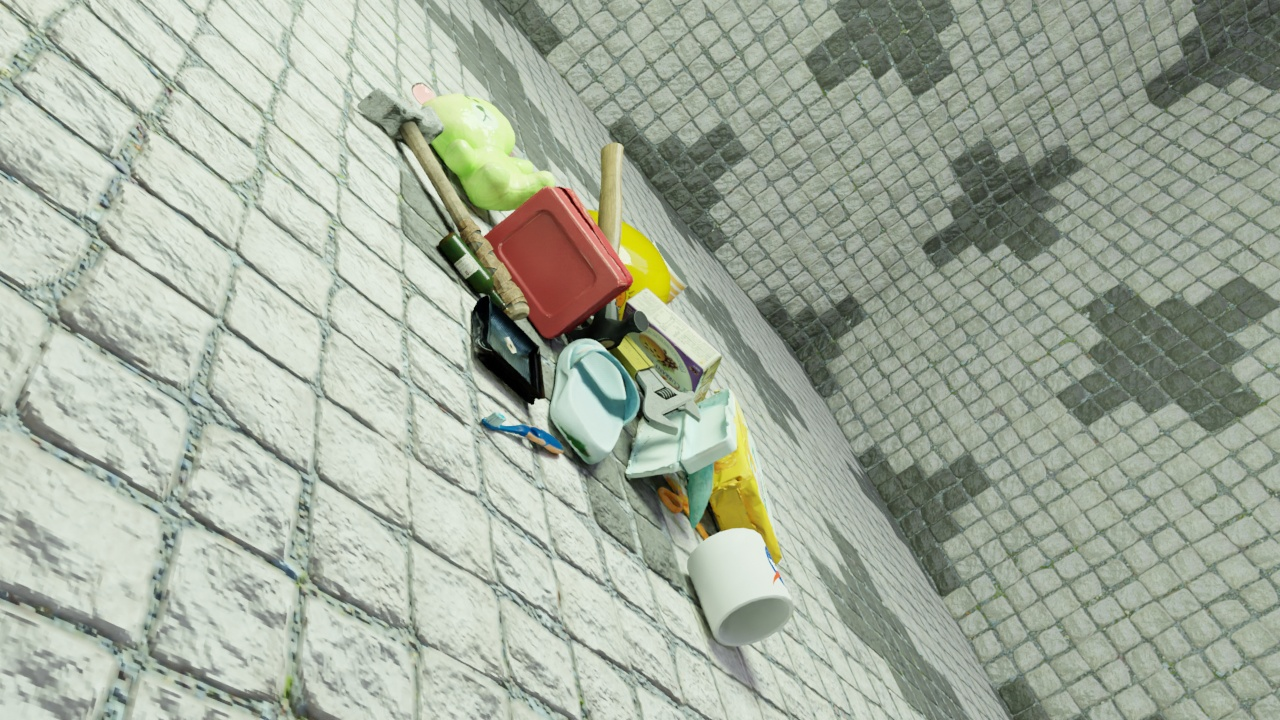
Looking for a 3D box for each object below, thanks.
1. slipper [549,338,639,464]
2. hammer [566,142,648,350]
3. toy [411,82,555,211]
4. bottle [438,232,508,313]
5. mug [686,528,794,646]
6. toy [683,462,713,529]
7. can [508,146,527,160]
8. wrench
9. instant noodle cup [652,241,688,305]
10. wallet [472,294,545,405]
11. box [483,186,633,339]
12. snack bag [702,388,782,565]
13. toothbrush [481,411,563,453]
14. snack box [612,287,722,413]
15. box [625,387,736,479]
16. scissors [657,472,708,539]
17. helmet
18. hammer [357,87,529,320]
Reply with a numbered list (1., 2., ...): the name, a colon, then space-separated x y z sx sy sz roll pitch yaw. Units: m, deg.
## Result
1. slipper: -0.045 0.038 1.045 0.104 0.074 0.245 51 14 -14
2. hammer: -0.046 -0.158 1.235 0.040 0.133 0.304 25 57 -42
3. toy: -0.216 -0.278 1.230 0.149 0.107 0.197 -4 45 -48
4. bottle: -0.181 -0.094 1.013 0.106 0.025 0.025 51 13 -10
5. mug: 0.107 0.257 1.007 0.090 0.091 0.121 -113 -163 -44
6. toy: 0.069 0.147 1.129 0.033 0.085 0.105 10 31 -6
7. can: -0.229 -0.325 1.384 0.135 0.054 0.054 41 18 -45
8. wrench: -0.007 0.007 1.179 0.083 0.018 0.273 -11 38 -28
9. instant noodle cup: 0.005 -0.127 1.547 0.123 0.121 0.123 50 13 -17
10. wallet: -0.136 -0.010 0.948 0.089 0.026 0.114 47 14 -29
11. box: -0.104 -0.122 1.136 0.157 0.129 0.092 54 14 6
12. snack bag: 0.130 0.163 1.259 0.246 0.068 0.160 -92 163 -60
13. toothbrush: -0.106 0.069 0.870 0.135 0.017 0.021 32 27 -58
14. snack box: 0.033 -0.004 1.254 0.143 0.040 0.148 42 -30 17
15. box: 0.055 0.092 1.133 0.041 0.135 0.196 64 11 -11
16. scissors: 0.050 0.172 1.170 0.125 0.011 0.128 37 23 -51
17. helmet: -0.047 -0.143 1.363 0.240 0.140 0.208 50 13 -13
18. hammer: -0.220 -0.183 1.077 0.318 0.049 0.121 58 16 12
